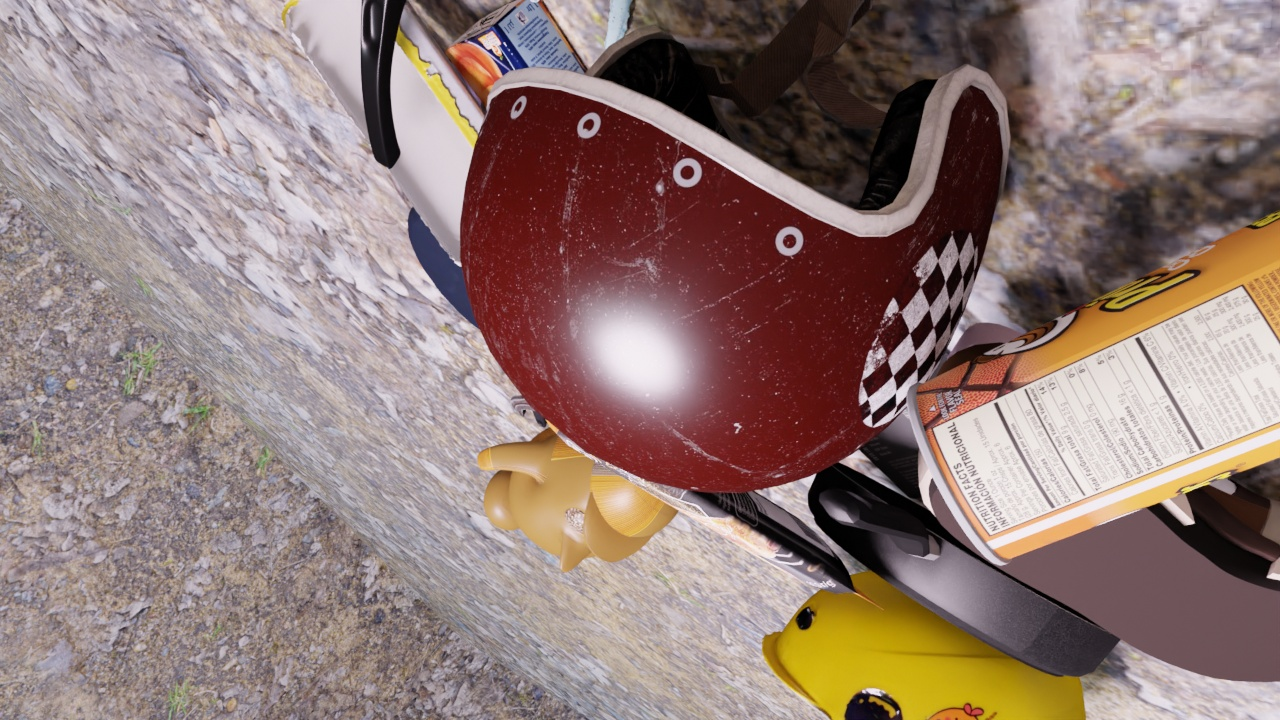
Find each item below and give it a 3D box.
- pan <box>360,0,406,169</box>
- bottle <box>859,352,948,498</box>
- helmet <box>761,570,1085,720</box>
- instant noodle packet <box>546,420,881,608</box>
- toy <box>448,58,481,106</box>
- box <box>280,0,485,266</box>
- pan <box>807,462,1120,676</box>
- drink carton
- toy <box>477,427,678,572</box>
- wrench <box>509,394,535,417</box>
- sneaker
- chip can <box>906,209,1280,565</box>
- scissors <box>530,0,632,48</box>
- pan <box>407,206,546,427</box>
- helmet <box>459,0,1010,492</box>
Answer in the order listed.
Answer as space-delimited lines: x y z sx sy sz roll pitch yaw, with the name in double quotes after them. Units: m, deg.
-0.122 -0.240 0.450 0.209 0.067 0.357 32 147 12 "pan"
0.144 0.010 0.569 0.174 0.046 0.084 42 154 -7 "bottle"
0.226 0.231 0.698 0.240 0.140 0.208 34 -169 22 "helmet"
0.025 0.071 0.555 0.220 0.032 0.160 32 179 -14 "instant noodle packet"
-0.118 -0.158 0.639 0.080 0.036 0.099 -31 96 29 "toy"
-0.139 -0.164 0.577 0.209 0.079 0.080 55 167 -6 "box"
0.162 0.113 0.527 0.204 0.044 0.355 32 -176 33 "pan"
-0.055 -0.154 0.569 0.064 0.040 0.130 3 137 52 "drink carton"
-0.042 0.133 0.903 0.198 0.162 0.204 35 148 -31 "toy"
-0.073 -0.001 0.830 0.070 0.010 0.274 23 149 -6 "wrench"
0.265 0.070 0.475 0.293 0.116 0.112 25 141 -14 "sneaker"
0.205 -0.006 0.305 0.216 0.075 0.075 -30 113 26 "chip can"
-0.009 -0.209 0.455 0.171 0.028 0.139 -3 134 49 "scissors"
-0.129 -0.023 0.904 0.199 0.021 0.357 28 153 22 "pan"
0.047 -0.067 0.408 0.233 0.253 0.234 27 162 42 "helmet"
